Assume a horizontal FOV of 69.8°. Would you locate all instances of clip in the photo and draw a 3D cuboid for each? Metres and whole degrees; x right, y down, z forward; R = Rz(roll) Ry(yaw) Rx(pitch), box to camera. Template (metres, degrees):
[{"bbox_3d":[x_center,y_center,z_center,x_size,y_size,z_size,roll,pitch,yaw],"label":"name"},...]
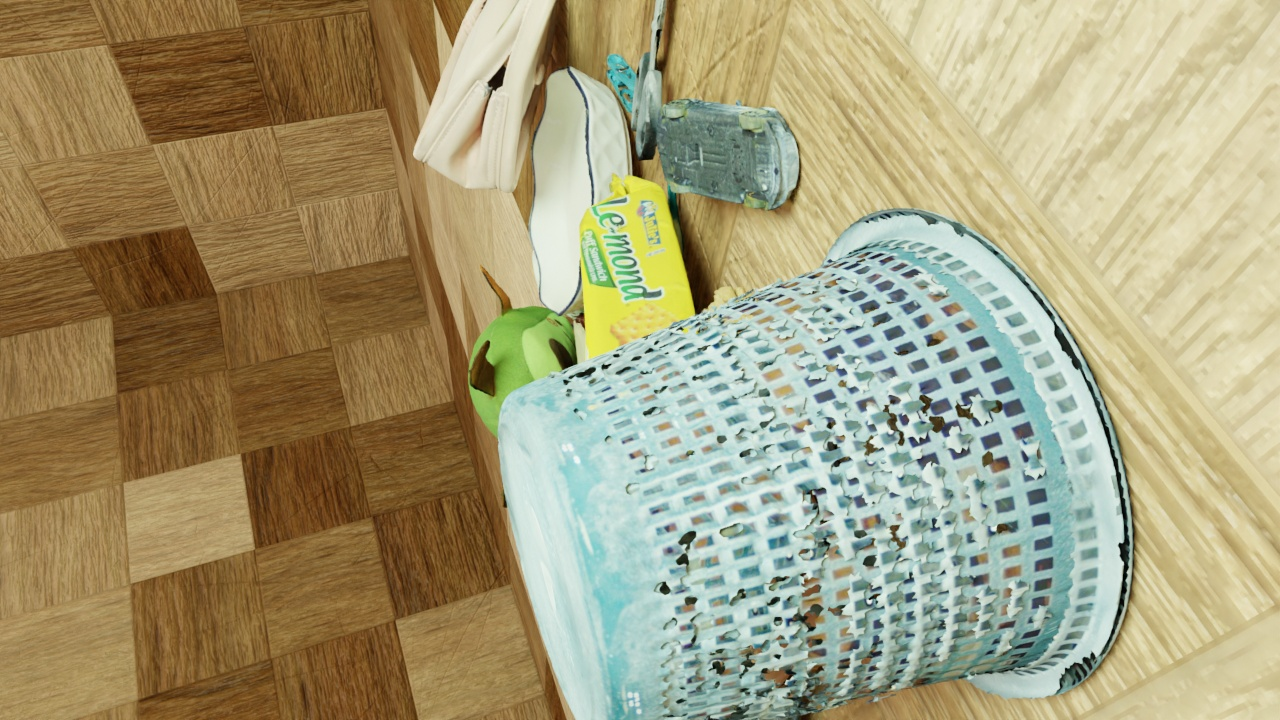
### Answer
[{"bbox_3d":[-0.012,-0.212,0.695,0.041,0.014,0.056,97,152,-50],"label":"clip"}]

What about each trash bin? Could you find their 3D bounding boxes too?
[{"bbox_3d":[0.049,0.062,0.400,0.227,0.195,0.226,166,90,-74],"label":"trash bin"}]

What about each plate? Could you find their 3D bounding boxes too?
[{"bbox_3d":[-0.053,-0.139,0.773,0.205,0.045,0.205,178,90,-70],"label":"plate"}]

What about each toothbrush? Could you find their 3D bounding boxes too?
[{"bbox_3d":[0.025,-0.082,0.678,0.018,0.016,0.192,-113,16,-61],"label":"toothbrush"}]

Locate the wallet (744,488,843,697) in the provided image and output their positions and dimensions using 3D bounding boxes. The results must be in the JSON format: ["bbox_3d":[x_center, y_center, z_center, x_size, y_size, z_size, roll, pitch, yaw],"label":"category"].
[{"bbox_3d":[0.092,0.136,0.569,0.101,0.020,0.116,-108,31,-43],"label":"wallet"}]

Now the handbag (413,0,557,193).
[{"bbox_3d":[-0.101,-0.271,0.752,0.235,0.093,0.192,134,151,-55],"label":"handbag"}]

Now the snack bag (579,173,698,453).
[{"bbox_3d":[-0.004,0.004,0.617,0.158,0.068,0.246,92,173,-47],"label":"snack bag"}]

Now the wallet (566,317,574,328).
[{"bbox_3d":[-0.073,0.005,1.037,0.133,0.040,0.106,36,147,63],"label":"wallet"}]

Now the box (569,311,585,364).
[{"bbox_3d":[-0.021,0.041,0.820,0.091,0.079,0.169,-124,25,-52],"label":"box"}]

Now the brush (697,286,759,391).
[{"bbox_3d":[0.049,0.016,0.653,0.255,0.045,0.083,123,127,-73],"label":"brush"}]

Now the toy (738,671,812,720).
[{"bbox_3d":[0.107,0.355,0.666,0.138,0.091,0.356,-10,96,46],"label":"toy"}]

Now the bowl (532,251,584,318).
[{"bbox_3d":[-0.070,-0.089,0.906,0.114,0.062,0.113,164,90,-73],"label":"bowl"}]

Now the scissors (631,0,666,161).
[{"bbox_3d":[0.009,-0.221,0.607,0.145,0.014,0.172,-133,43,-77],"label":"scissors"}]

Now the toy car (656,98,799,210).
[{"bbox_3d":[0.049,-0.121,0.529,0.121,0.036,0.054,30,133,54],"label":"toy car"}]

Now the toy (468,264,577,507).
[{"bbox_3d":[-0.105,0.016,0.857,0.246,0.090,0.227,-78,-29,-67],"label":"toy"}]
